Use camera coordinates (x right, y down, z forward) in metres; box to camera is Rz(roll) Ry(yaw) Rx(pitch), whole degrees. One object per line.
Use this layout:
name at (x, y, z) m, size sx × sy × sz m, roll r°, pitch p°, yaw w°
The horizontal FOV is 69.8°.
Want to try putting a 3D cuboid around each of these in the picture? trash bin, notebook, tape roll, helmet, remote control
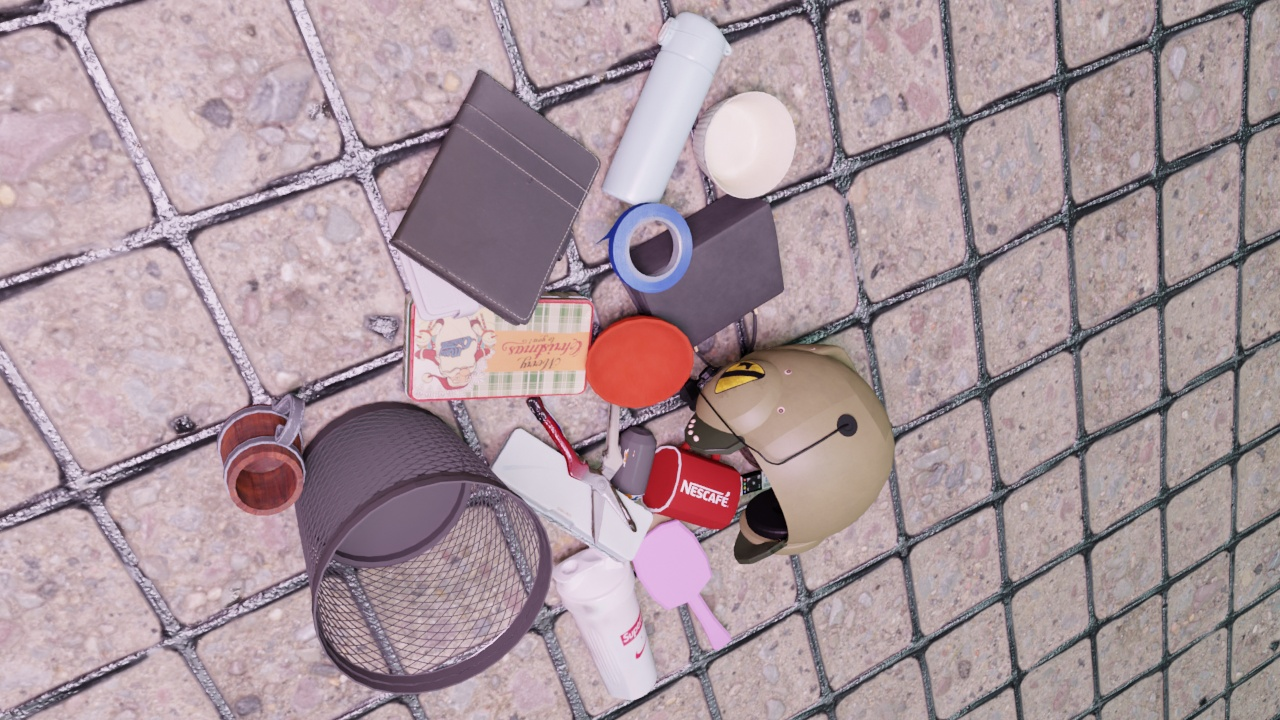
trash bin at (-0.232, 0.170, 0.918) m, size 0.217 × 0.227 × 0.218 m, roll -11°, pitch 114°, yaw -25°
notebook at (-0.138, -0.160, 0.926) m, size 0.169 × 0.029 × 0.208 m, roll 34°, pitch 70°, yaw -31°
tape roll at (0.011, -0.120, 0.977) m, size 0.091 × 0.016 × 0.093 m, roll -44°, pitch 113°, yaw -6°
helmet at (0.165, 0.090, 1.057) m, size 0.232 × 0.255 × 0.250 m, roll -29°, pitch 119°, yaw -11°
remote control at (0.149, 0.162, 1.227) m, size 0.124 × 0.012 × 0.028 m, roll -13°, pitch 113°, yaw -21°

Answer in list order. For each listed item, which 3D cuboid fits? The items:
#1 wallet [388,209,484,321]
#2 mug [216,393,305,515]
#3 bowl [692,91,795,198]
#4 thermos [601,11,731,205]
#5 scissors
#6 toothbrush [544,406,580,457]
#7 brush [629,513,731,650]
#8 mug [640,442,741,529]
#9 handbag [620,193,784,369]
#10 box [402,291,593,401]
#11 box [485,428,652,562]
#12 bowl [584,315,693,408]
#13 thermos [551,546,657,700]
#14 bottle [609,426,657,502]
wallet at (-0.183, -0.105, 0.937) m, size 0.115 × 0.038 × 0.118 m, roll -18°, pitch 88°, yaw -31°
mug at (-0.363, 0.083, 0.900) m, size 0.081 × 0.111 × 0.117 m, roll 25°, pitch 96°, yaw -30°
bowl at (0.110, -0.245, 1.035) m, size 0.115 × 0.062 × 0.115 m, roll -8°, pitch 111°, yaw -22°
thermos at (0.026, -0.266, 0.987) m, size 0.078 × 0.065 × 0.207 m, roll 21°, pitch 98°, yaw -21°
scissors at (-0.054, 0.101, 1.062) m, size 0.198 × 0.015 × 0.178 m, roll 39°, pitch 64°, yaw -9°
toothbrush at (-0.079, 0.120, 1.104) m, size 0.016 × 0.015 × 0.187 m, roll -36°, pitch 119°, yaw -15°
brush at (0.057, 0.297, 1.214) m, size 0.089 × 0.043 × 0.229 m, roll -36°, pitch 119°, yaw -10°
mug at (0.066, 0.144, 1.146) m, size 0.096 × 0.081 × 0.116 m, roll 21°, pitch 75°, yaw -30°
handbag at (0.090, -0.070, 1.090) m, size 0.175 × 0.072 × 0.196 m, roll -32°, pitch 124°, yaw -11°
box at (-0.155, -0.017, 1.000) m, size 0.205 × 0.050 × 0.118 m, roll 0°, pitch 109°, yaw -26°
box at (-0.080, 0.156, 1.063) m, size 0.199 × 0.067 × 0.083 m, roll 33°, pitch 88°, yaw -11°
bowl at (-0.003, -0.005, 1.032) m, size 0.122 × 0.035 × 0.122 m, roll -5°, pitch 127°, yaw -7°
thermos at (-0.037, 0.326, 1.157) m, size 0.099 × 0.099 × 0.221 m, roll -25°, pitch 121°, yaw -15°
bottle at (-0.012, 0.137, 1.123) m, size 0.047 × 0.047 × 0.112 m, roll 7°, pitch 104°, yaw -27°
